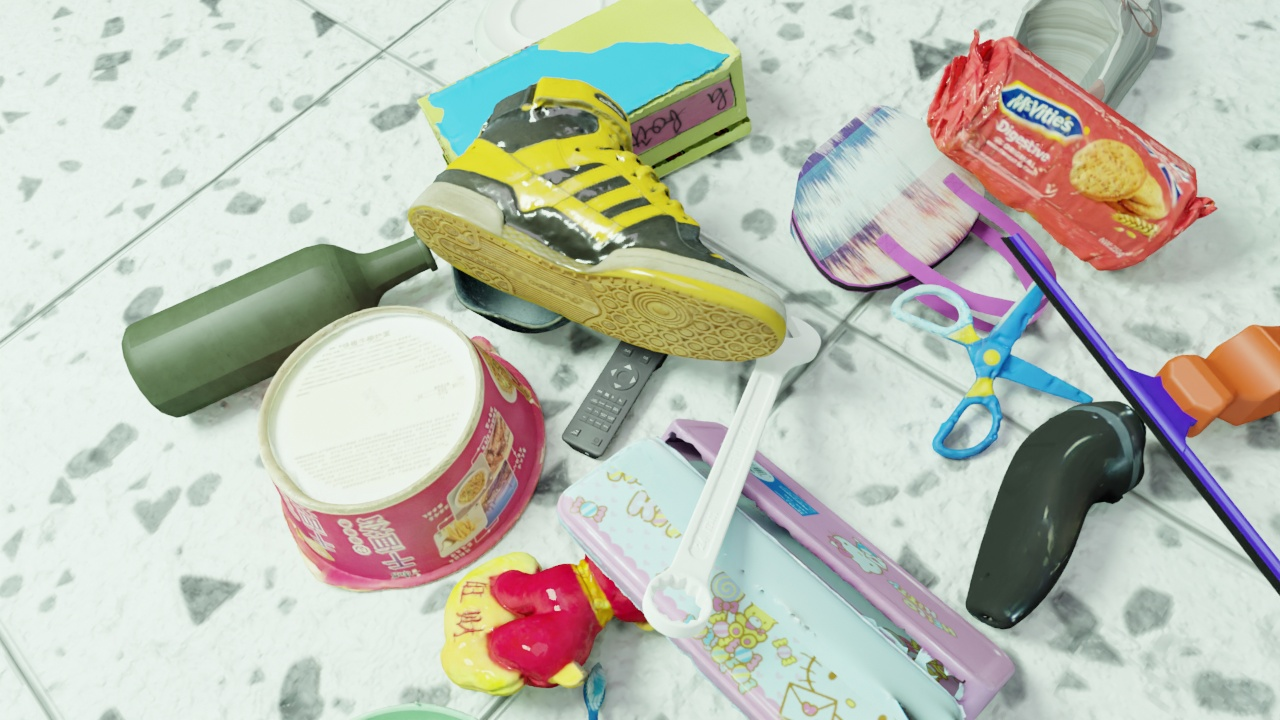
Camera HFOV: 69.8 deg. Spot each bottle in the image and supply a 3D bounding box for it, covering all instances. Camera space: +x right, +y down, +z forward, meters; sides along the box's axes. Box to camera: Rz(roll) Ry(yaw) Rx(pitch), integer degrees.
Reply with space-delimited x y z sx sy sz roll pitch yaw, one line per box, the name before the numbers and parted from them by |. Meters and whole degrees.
bottle | -0.241 -0.034 0.633 0.206 0.071 0.071 -25 57 -6

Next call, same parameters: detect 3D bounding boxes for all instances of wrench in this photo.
wrench | 0.055 0.043 0.493 0.047 0.009 0.272 22 36 8

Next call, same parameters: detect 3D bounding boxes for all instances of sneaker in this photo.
sneaker | -0.011 -0.088 0.557 0.239 0.086 0.121 21 66 13
sneaker | 0.313 -0.237 0.647 0.099 0.089 0.235 22 64 22

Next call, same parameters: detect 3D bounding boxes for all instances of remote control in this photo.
remote control | -0.004 0.003 0.599 0.032 0.015 0.136 23 67 22

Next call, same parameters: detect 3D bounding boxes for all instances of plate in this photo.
plate | -0.073 -0.303 0.805 0.157 0.014 0.156 -5 57 8

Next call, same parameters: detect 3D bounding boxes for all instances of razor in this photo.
razor | 0.222 0.084 0.491 0.063 0.053 0.140 37 75 -7

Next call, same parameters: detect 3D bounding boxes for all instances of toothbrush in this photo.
toothbrush | -0.024 0.207 0.446 0.021 0.017 0.134 5 35 -4

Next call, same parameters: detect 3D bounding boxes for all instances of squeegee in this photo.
squeegee | 0.343 0.006 0.507 0.184 0.055 0.249 -17 57 -11

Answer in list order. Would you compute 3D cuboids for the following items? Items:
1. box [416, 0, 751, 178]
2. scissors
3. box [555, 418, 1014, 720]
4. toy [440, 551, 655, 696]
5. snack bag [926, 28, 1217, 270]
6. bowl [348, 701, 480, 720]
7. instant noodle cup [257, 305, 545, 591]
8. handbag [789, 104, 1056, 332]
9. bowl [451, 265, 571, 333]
box | -0.042 -0.184 0.689 0.221 0.082 0.124 -31 57 -6
scissors | 0.203 -0.002 0.545 0.130 0.014 0.125 36 87 11
box | 0.073 0.110 0.460 0.214 0.051 0.148 39 38 28
toy | -0.044 0.134 0.495 0.137 0.067 0.105 -23 36 -5
snack bag | 0.257 -0.125 0.568 0.176 0.082 0.082 35 68 2
bowl | -0.104 0.245 0.428 0.151 0.077 0.150 -5 58 7
instant noodle cup | -0.154 0.042 0.565 0.179 0.078 0.178 -5 57 7
handbag | 0.189 -0.083 0.596 0.144 0.068 0.170 -41 67 -16
bowl | -0.072 -0.058 0.622 0.110 0.055 0.110 1 61 -1
